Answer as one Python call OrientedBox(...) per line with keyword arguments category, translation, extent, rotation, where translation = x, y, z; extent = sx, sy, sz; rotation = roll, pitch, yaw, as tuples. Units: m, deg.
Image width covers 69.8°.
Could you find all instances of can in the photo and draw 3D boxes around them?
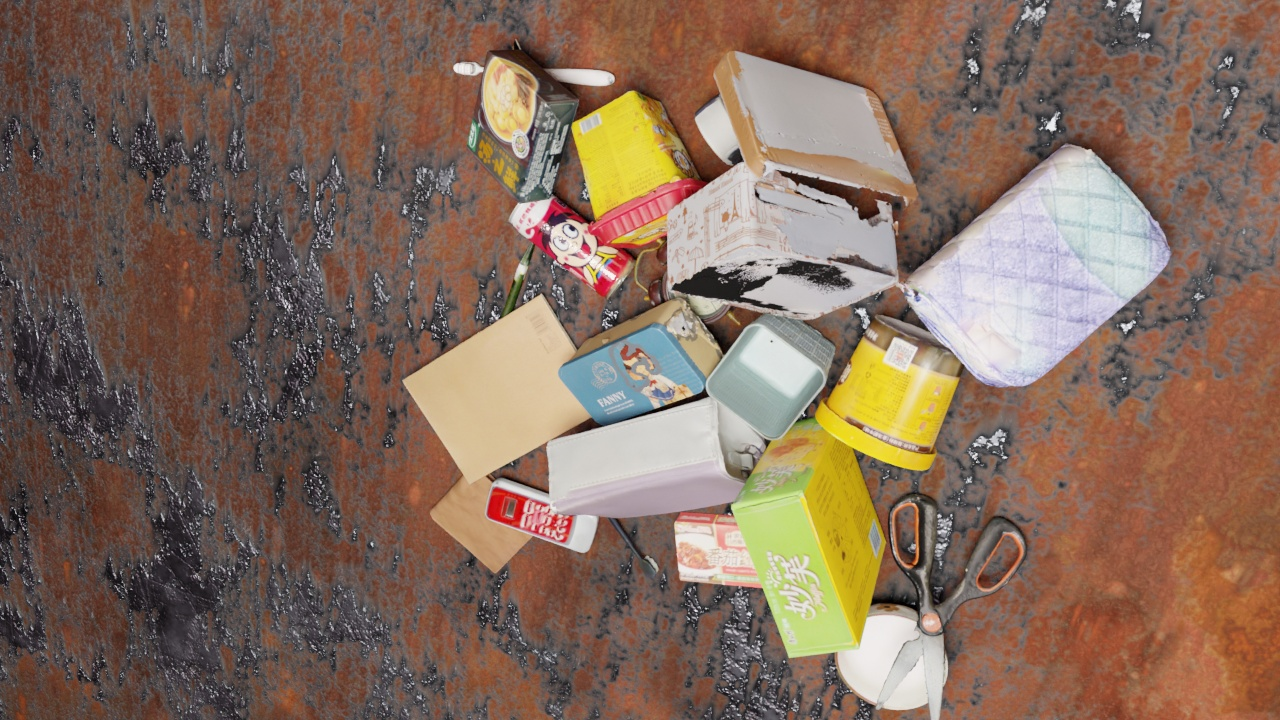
OrientedBox(category="can", translation=(-0.071, -0.124, 0.960), extent=(0.133, 0.053, 0.053), rotation=(38, 115, -2))

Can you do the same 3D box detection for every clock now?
OrientedBox(category="clock", translation=(0.053, -0.081, 0.934), extent=(0.122, 0.055, 0.082), rotation=(18, 112, 11))

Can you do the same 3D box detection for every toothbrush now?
OrientedBox(category="toothbrush", translation=(-0.112, -0.297, 0.950), extent=(0.180, 0.016, 0.016), rotation=(10, 111, 17))
OrientedBox(category="toothbrush", translation=(-0.036, 0.179, 1.073), extent=(0.016, 0.018, 0.181), rotation=(-38, 89, 31))
OrientedBox(category="toothbrush", translation=(-0.138, -0.095, 1.026), extent=(0.017, 0.012, 0.186), rotation=(30, 114, 16))

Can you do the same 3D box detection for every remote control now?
OrientedBox(category="remote control", translation=(-0.118, 0.184, 1.091), extent=(0.136, 0.020, 0.056), rotation=(19, 107, 7))

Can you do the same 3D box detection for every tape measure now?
OrientedBox(category="tape measure", translation=(0.083, -0.220, 0.875), extent=(0.034, 0.065, 0.066), rotation=(-34, 92, 24))

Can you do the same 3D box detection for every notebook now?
OrientedBox(category="notebook", translation=(-0.157, 0.037, 1.059), extent=(0.212, 0.012, 0.149), rotation=(-29, 97, 20))

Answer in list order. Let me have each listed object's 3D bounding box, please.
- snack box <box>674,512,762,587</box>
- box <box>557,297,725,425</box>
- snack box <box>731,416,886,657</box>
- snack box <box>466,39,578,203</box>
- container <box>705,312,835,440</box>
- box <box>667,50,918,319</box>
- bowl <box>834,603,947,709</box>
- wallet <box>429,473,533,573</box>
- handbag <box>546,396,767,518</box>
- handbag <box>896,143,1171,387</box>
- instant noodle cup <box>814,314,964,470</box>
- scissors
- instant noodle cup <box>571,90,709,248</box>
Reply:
OrientedBox(category="snack box", translation=(0.115, 0.212, 1.020), extent=(0.153, 0.025, 0.075), rotation=(1, 107, 20))
OrientedBox(category="box", translation=(-0.006, 0.006, 0.952), extent=(0.185, 0.059, 0.090), rotation=(-26, 109, 44))
OrientedBox(category="snack box", translation=(0.168, 0.158, 0.882), extent=(0.070, 0.209, 0.158), rotation=(-17, 100, 26))
OrientedBox(category="snack box", translation=(-0.123, -0.239, 0.915), extent=(0.125, 0.053, 0.113), rotation=(46, 133, 27))
OrientedBox(category="container", translation=(0.133, 0.006, 0.902), extent=(0.090, 0.111, 0.090), rotation=(38, 115, 7))
OrientedBox(category="box", translation=(0.126, -0.159, 0.816), extent=(0.157, 0.182, 0.193), rotation=(-26, 61, 54))
OrientedBox(category="bowl", translation=(0.267, 0.303, 0.973), extent=(0.113, 0.062, 0.113), rotation=(6, 109, 17))
OrientedBox(category="wallet", translation=(-0.192, 0.196, 1.133), extent=(0.115, 0.020, 0.101), rotation=(44, 115, -1))
OrientedBox(category="handbag", translation=(0.021, 0.109, 0.964), extent=(0.197, 0.145, 0.098), rotation=(-15, 62, 24))
OrientedBox(category="handbag", translation=(0.335, -0.075, 0.785), extent=(0.194, 0.075, 0.134), rotation=(-40, 89, -2))
OrientedBox(category="instant noodle cup", translation=(0.242, 0.027, 0.870), extent=(0.118, 0.118, 0.114), rotation=(24, 106, 12))
OrientedBox(category="scissors", translation=(0.303, 0.241, 0.912), extent=(0.211, 0.021, 0.221), rotation=(-18, 74, 7))
OrientedBox(category="instant noodle cup", translation=(-0.002, -0.186, 0.899), extent=(0.116, 0.116, 0.123), rotation=(-23, 86, 24))
